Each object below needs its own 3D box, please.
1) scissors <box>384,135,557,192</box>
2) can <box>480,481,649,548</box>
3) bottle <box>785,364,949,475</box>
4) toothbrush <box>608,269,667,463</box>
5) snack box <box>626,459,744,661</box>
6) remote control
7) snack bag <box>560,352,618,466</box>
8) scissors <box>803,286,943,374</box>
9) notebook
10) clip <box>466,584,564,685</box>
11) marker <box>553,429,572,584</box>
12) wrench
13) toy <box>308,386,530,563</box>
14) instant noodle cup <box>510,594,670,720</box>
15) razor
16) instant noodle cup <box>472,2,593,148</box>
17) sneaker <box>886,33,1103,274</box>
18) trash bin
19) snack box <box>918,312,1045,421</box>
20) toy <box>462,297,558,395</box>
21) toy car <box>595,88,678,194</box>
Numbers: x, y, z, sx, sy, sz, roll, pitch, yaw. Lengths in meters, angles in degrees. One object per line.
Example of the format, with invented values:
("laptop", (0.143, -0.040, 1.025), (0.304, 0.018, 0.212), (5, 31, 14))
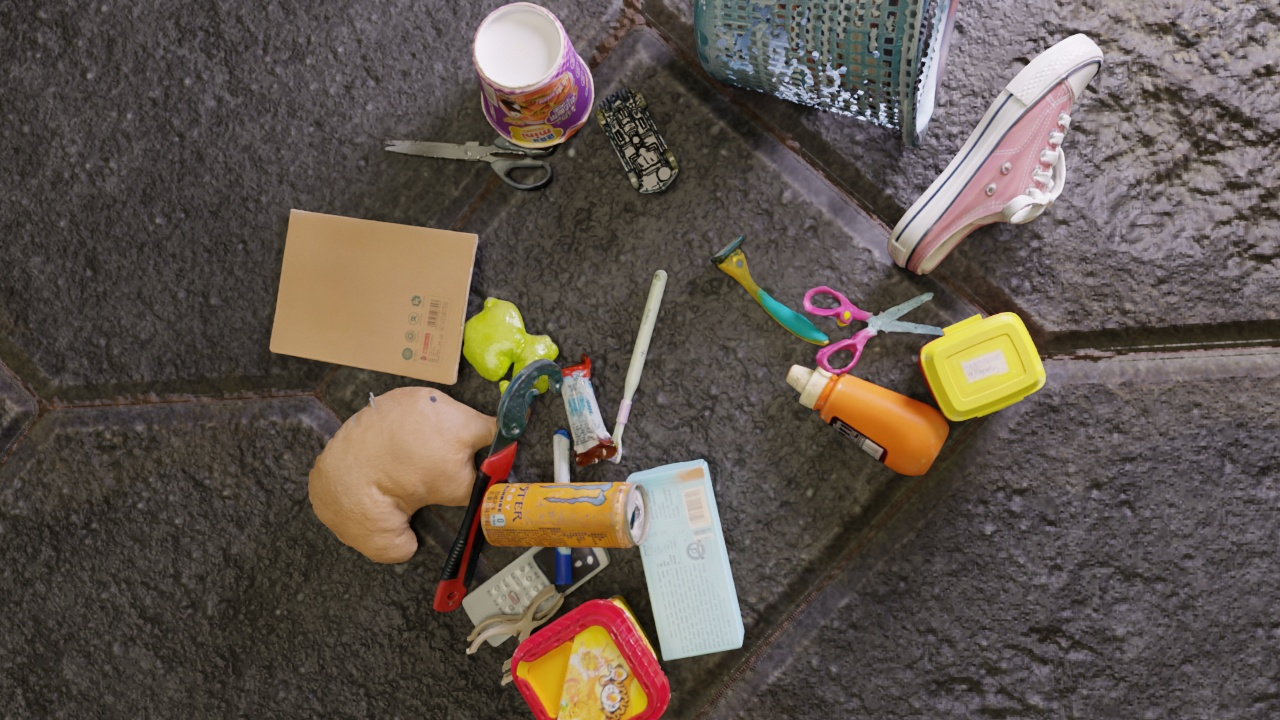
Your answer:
("scissors", (-0.166, -0.214, 0.904), (0.175, 0.014, 0.133), (40, 93, 9))
("can", (-0.069, 0.139, 0.828), (0.146, 0.058, 0.058), (-4, 89, 20))
("bottle", (0.200, 0.046, 0.831), (0.149, 0.066, 0.067), (29, 93, 14))
("toothbrush", (-0.005, 0.005, 0.876), (0.029, 0.020, 0.189), (18, 93, 32))
("snack box", (0.042, 0.184, 0.854), (0.074, 0.051, 0.175), (-12, 87, 9))
("remote control", (-0.101, 0.213, 0.889), (0.150, 0.021, 0.058), (-38, 85, 7))
("snack bag", (-0.055, 0.047, 0.872), (0.045, 0.026, 0.105), (-19, 78, 15))
("scissors", (0.213, -0.026, 0.835), (0.135, 0.017, 0.108), (9, 72, 0))
("notebook", (-0.266, -0.065, 0.905), (0.208, 0.008, 0.148), (9, 91, 15))
("clip", (-0.125, 0.250, 0.863), (0.095, 0.035, 0.102), (21, 98, -10))
("marker", (-0.074, 0.138, 0.872), (0.017, 0.017, 0.145), (-4, 76, 7))
("wrench", (-0.142, 0.122, 0.871), (0.016, 0.056, 0.274), (34, 105, 43))
("toy", (-0.214, 0.089, 0.879), (0.226, 0.082, 0.143), (-41, 105, 4))
("instant noodle cup", (-0.038, 0.274, 0.828), (0.116, 0.123, 0.116), (-33, 85, 6))
("razor", (0.123, -0.059, 0.856), (0.132, 0.043, 0.028), (43, 140, 5))
("instant noodle cup", (-0.102, -0.267, 0.844), (0.111, 0.099, 0.111), (-1, 80, 3))
("sneaker", (0.322, -0.162, 0.792), (0.088, 0.118, 0.241), (44, 101, 23))
("trash bin", (0.158, -0.306, 0.774), (0.195, 0.226, 0.226), (13, 91, 20))
("snack box", (0.293, 0.004, 0.807), (0.091, 0.080, 0.082), (-23, 88, 7))
("toy", (-0.130, -0.010, 0.884), (0.100, 0.031, 0.096), (12, 78, 8))
("toy car", (-0.002, -0.206, 0.870), (0.049, 0.031, 0.105), (-28, 85, 7))
